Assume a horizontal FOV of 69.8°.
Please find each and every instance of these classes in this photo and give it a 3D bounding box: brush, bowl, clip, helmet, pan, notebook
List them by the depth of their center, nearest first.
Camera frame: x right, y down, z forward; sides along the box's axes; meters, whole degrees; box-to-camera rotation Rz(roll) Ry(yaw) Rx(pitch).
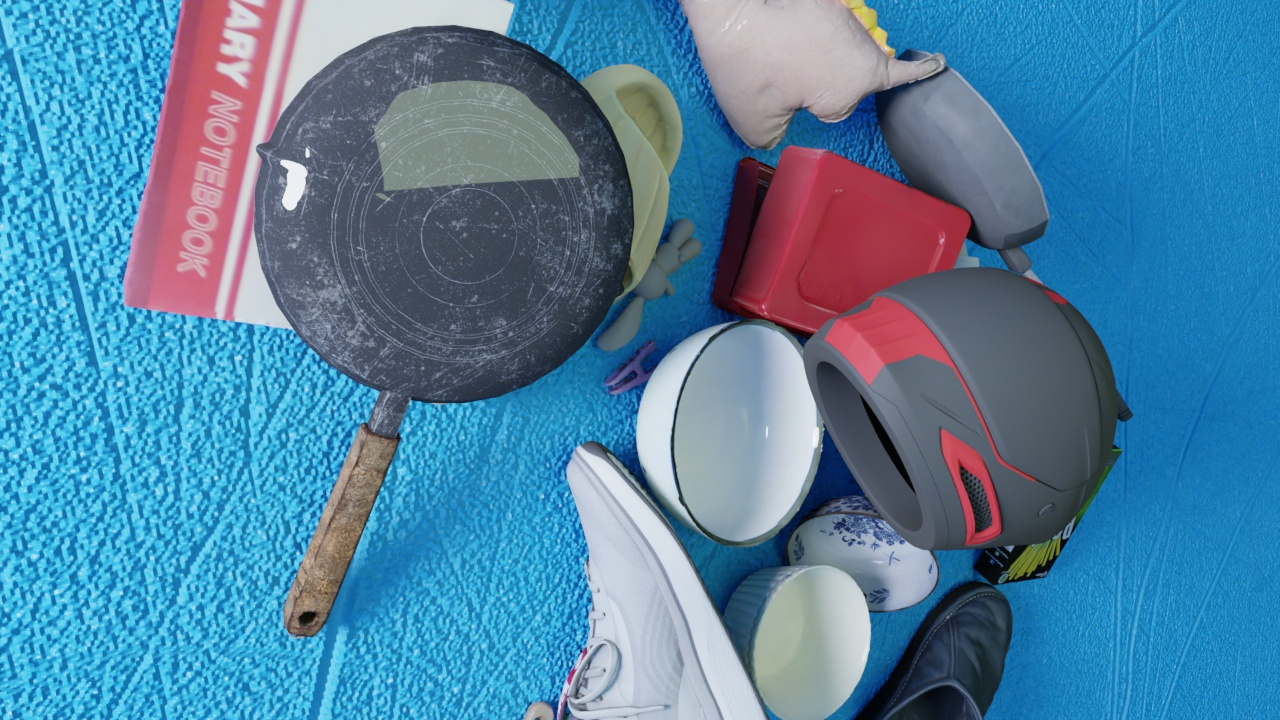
[{"bbox_3d":[-0.167,-0.107,0.476,0.152,0.012,0.209,8,118,-34],"label":"notebook"},{"bbox_3d":[-0.123,0.002,0.491,0.207,0.040,0.357,19,99,-27],"label":"pan"},{"bbox_3d":[-0.095,0.294,0.594,0.039,0.012,0.151,32,73,-29],"label":"brush"},{"bbox_3d":[0.225,0.032,0.615,0.170,0.164,0.265,-31,135,-4],"label":"helmet"},{"bbox_3d":[0.054,0.048,0.639,0.153,0.073,0.153,-3,94,-41],"label":"bowl"},{"bbox_3d":[0.000,0.010,0.646,0.042,0.014,0.052,43,67,-29],"label":"clip"},{"bbox_3d":[0.111,0.206,0.692,0.115,0.063,0.115,-1,92,-32],"label":"bowl"},{"bbox_3d":[0.174,0.142,0.715,0.114,0.114,0.045,53,37,-22],"label":"bowl"},{"bbox_3d":[0.294,-0.087,0.733,0.041,0.178,0.357,-37,103,7],"label":"pan"}]

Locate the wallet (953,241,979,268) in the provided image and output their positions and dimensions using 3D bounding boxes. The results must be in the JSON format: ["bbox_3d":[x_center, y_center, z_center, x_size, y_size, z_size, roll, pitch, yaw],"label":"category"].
[{"bbox_3d":[0.249,-0.063,0.788,0.118,0.038,0.115,0,91,-36],"label":"wallet"}]

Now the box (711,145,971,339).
[{"bbox_3d":[0.149,-0.076,0.683,0.157,0.112,0.134,14,89,-32],"label":"box"}]

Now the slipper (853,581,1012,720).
[{"bbox_3d":[0.262,0.303,0.780,0.264,0.084,0.109,-38,108,-27],"label":"slipper"}]

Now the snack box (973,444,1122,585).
[{"bbox_3d":[0.371,0.137,0.838,0.080,0.025,0.148,2,119,-33],"label":"snack box"}]

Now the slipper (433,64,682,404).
[{"bbox_3d":[-0.044,-0.074,0.558,0.261,0.079,0.111,-51,143,-16],"label":"slipper"}]

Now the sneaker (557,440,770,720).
[{"bbox_3d":[-0.009,0.184,0.608,0.128,0.097,0.263,-23,95,-6],"label":"sneaker"}]

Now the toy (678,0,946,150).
[{"bbox_3d":[0.077,-0.275,0.618,0.065,0.196,0.264,-77,145,-58],"label":"toy"}]

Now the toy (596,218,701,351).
[{"bbox_3d":[0.005,-0.056,0.637,0.111,0.030,0.049,-48,129,-28],"label":"toy"}]
